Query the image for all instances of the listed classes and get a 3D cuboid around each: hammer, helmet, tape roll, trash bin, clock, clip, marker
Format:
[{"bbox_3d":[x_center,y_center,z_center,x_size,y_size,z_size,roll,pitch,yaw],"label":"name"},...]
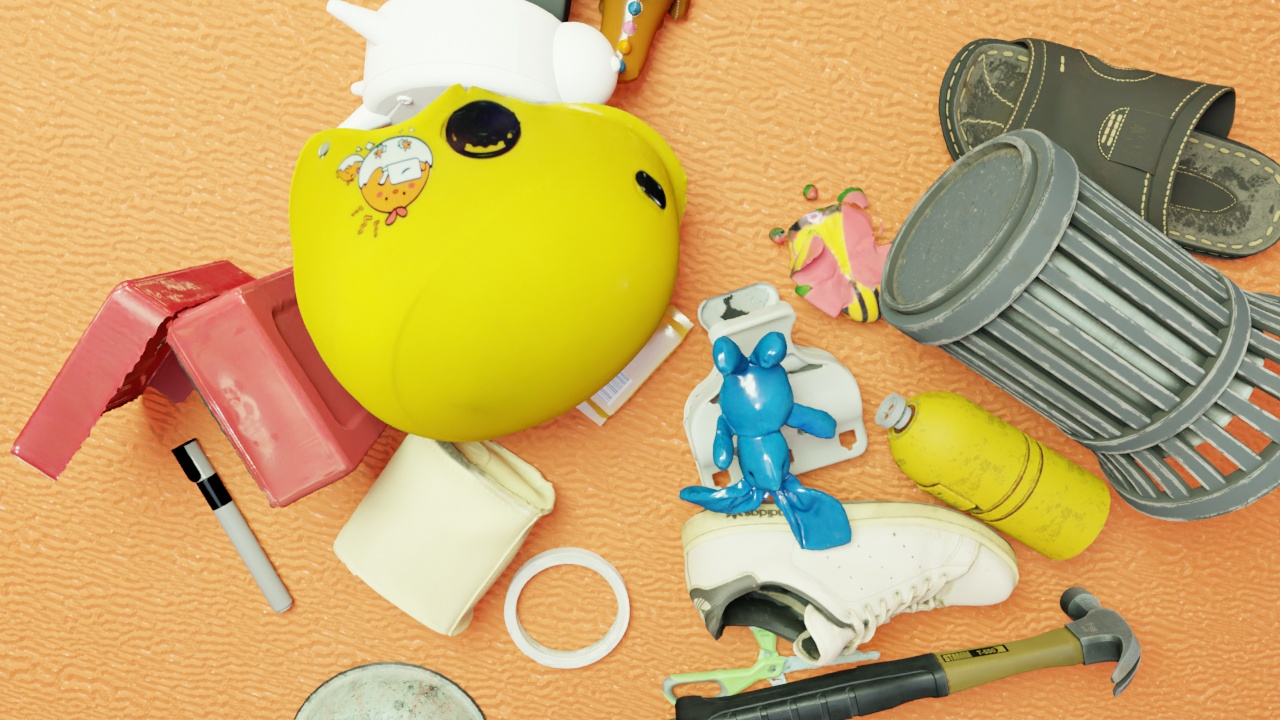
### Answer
[{"bbox_3d":[0.189,0.232,0.661,0.333,0.117,0.025,-13,100,2],"label":"hammer"},{"bbox_3d":[-0.079,-0.035,0.530,0.240,0.139,0.209,-12,143,3],"label":"helmet"},{"bbox_3d":[-0.055,0.185,0.686,0.093,0.013,0.093,-1,102,-3],"label":"tape roll"},{"bbox_3d":[0.280,-0.026,0.575,0.227,0.164,0.164,31,98,-13],"label":"trash bin"},{"bbox_3d":[-0.098,-0.159,0.551,0.161,0.125,0.072,3,81,-9],"label":"clock"},{"bbox_3d":[0.087,0.022,0.642,0.124,0.072,0.143,-19,109,-2],"label":"clip"},{"bbox_3d":[-0.290,0.120,0.658,0.016,0.016,0.140,-25,102,2],"label":"marker"}]

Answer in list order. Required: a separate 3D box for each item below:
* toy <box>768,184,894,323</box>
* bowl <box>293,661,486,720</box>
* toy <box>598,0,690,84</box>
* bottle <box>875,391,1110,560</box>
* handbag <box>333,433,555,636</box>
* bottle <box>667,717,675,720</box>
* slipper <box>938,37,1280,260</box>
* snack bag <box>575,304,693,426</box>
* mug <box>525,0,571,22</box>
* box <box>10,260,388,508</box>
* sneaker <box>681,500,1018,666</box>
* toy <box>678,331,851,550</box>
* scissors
[{"bbox_3d":[0.140,-0.069,0.632,0.103,0.046,0.084,39,75,-12],"label":"toy"},{"bbox_3d":[-0.191,0.308,0.691,0.157,0.038,0.157,-1,102,-3],"label":"bowl"},{"bbox_3d":[-0.003,-0.219,0.563,0.070,0.103,0.090,15,93,-7],"label":"toy"},{"bbox_3d":[0.242,0.074,0.651,0.164,0.071,0.071,30,98,-9],"label":"bottle"},{"bbox_3d":[-0.133,0.108,0.636,0.111,0.081,0.119,36,99,-2],"label":"handbag"},{"bbox_3d":[0.067,0.305,0.706,0.110,0.036,0.036,18,100,-7],"label":"bottle"},{"bbox_3d":[0.324,-0.137,0.610,0.268,0.075,0.113,20,99,-7],"label":"slipper"},{"bbox_3d":[-0.004,0.004,0.649,0.026,0.020,0.099,42,96,-2],"label":"snack bag"},{"bbox_3d":[-0.084,-0.236,0.547,0.088,0.113,0.078,10,99,-5],"label":"mug"},{"bbox_3d":[-0.239,0.018,0.570,0.168,0.157,0.154,31,100,-8],"label":"box"},{"bbox_3d":[0.149,0.160,0.637,0.241,0.102,0.089,4,137,-1],"label":"sneaker"},{"bbox_3d":[0.071,0.049,0.587,0.113,0.070,0.176,-9,123,8],"label":"toy"},{"bbox_3d":[0.100,0.232,0.704,0.171,0.022,0.174,-9,97,-4],"label":"scissors"}]
